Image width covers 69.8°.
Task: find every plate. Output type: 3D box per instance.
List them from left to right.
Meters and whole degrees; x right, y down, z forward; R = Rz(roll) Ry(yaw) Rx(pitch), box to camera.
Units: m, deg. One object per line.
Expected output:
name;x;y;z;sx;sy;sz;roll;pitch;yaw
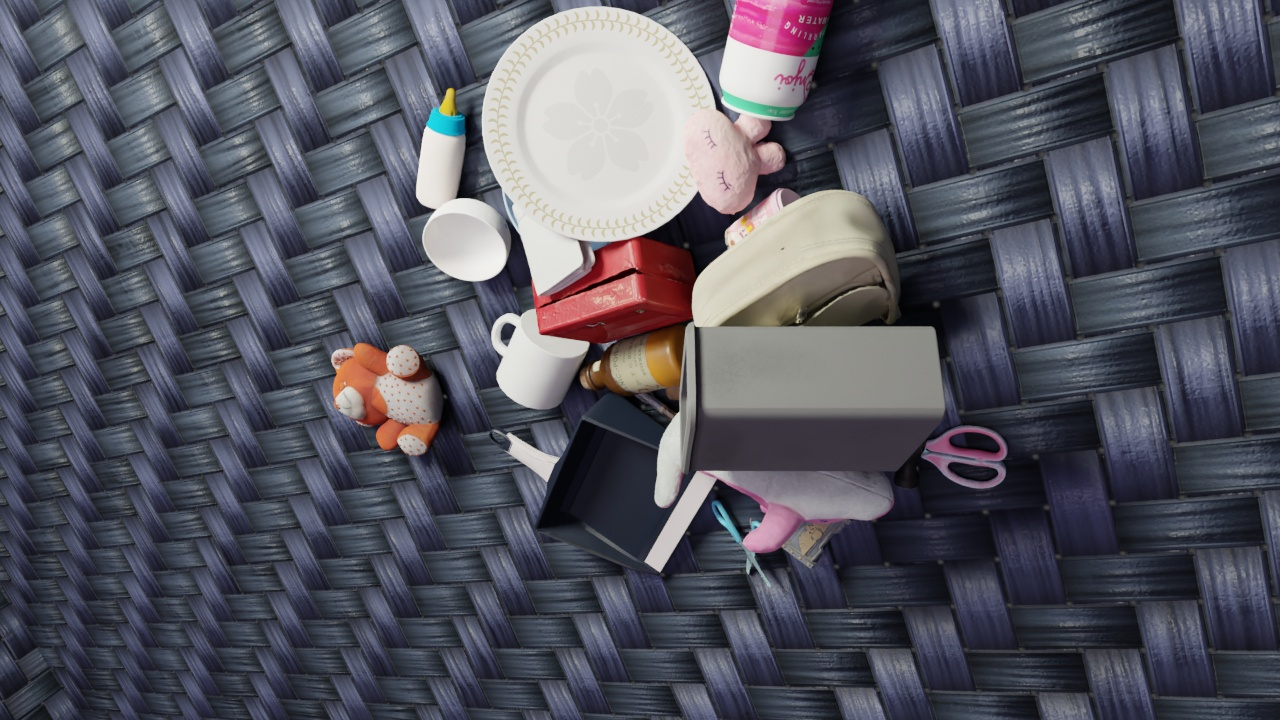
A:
plate;-0.042;-0.244;0.953;0.242;0.016;0.242;0;90;-4

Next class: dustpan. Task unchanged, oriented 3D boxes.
dustpan;-0.067;0.154;1.179;0.273;0.079;0.237;36;131;13

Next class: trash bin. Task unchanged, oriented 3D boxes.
trash bin;0.151;0.041;0.876;0.220;0.097;0.192;0;157;1

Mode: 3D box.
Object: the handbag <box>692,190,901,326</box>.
handbag;0.155;-0.043;0.926;0.230;0.131;0.184;-20;141;27

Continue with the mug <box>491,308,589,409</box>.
mug;-0.134;-0.010;1.145;0.121;0.090;0.090;34;124;8

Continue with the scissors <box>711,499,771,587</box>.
scissors;0.126;0.224;1.156;0.126;0.015;0.136;42;148;31

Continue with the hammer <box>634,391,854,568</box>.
hammer;0.106;0.117;1.119;0.322;0.044;0.099;36;125;10

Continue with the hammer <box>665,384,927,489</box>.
hammer;0.171;0.051;1.050;0.306;0.040;0.132;11;115;25

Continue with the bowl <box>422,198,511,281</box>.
bowl;-0.209;-0.153;1.127;0.105;0.054;0.105;6;132;7

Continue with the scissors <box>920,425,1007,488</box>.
scissors;0.314;0.101;1.017;0.174;0.017;0.077;5;115;25

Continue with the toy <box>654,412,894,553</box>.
toy;0.150;0.131;1.024;0.266;0.186;0.128;15;159;22

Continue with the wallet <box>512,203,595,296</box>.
wallet;-0.094;-0.136;0.991;0.086;0.032;0.116;-25;77;38

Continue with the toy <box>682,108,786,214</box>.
toy;0.096;-0.210;0.933;0.108;0.105;0.053;63;160;-6

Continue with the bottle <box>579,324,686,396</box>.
bottle;-0.006;0.006;1.095;0.157;0.067;0.068;-14;106;36

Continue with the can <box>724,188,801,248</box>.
can;0.138;-0.133;0.961;0.076;0.067;0.067;-35;95;36

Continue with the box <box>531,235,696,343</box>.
box;-0.027;-0.069;1.027;0.159;0.129;0.086;-18;77;33

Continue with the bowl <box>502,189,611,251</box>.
bowl;-0.073;-0.194;1.035;0.151;0.074;0.151;11;118;21

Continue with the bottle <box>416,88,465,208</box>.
bottle;-0.237;-0.256;1.103;0.051;0.051;0.146;26;123;14

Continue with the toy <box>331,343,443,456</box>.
toy;-0.365;0.048;1.293;0.173;0.092;0.164;5;117;26

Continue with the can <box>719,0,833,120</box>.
can;0.130;-0.318;0.862;0.088;0.088;0.166;22;122;16
